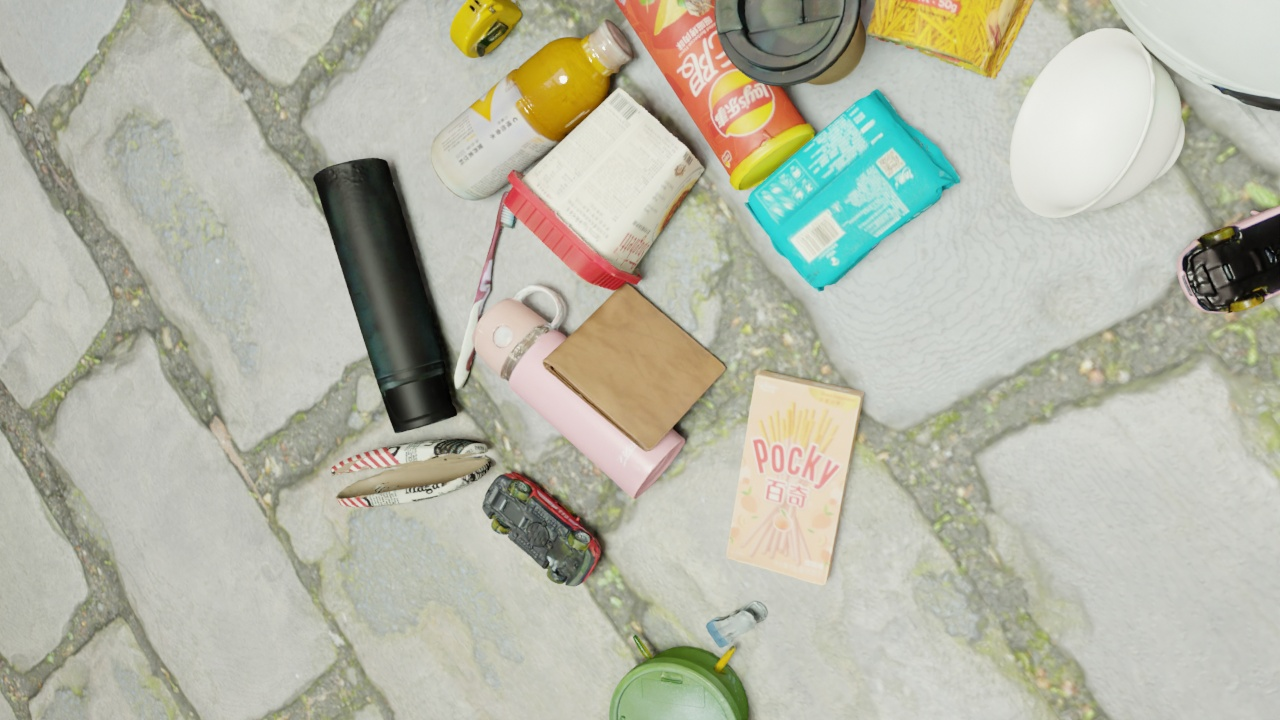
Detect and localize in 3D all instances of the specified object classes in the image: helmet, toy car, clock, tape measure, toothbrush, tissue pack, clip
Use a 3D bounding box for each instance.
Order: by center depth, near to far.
[{"bbox_3d":[0.347,-0.234,0.500,0.258,0.228,0.146,58,151,3],"label":"helmet"},{"bbox_3d":[0.405,-0.071,0.581,0.122,0.037,0.056,-23,91,12],"label":"toy car"},{"bbox_3d":[0.152,-0.123,0.672,0.134,0.050,0.093,-40,80,23],"label":"tissue pack"},{"bbox_3d":[-0.129,-0.278,0.764,0.057,0.060,0.029,-44,85,21],"label":"tape measure"},{"bbox_3d":[0.079,0.223,0.771,0.056,0.027,0.024,-37,81,33],"label":"clip"},{"bbox_3d":[0.038,0.319,0.783,0.116,0.056,0.161,0,97,24],"label":"clock"},{"bbox_3d":[-0.085,0.148,0.816,0.120,0.045,0.053,39,113,19],"label":"toy car"},{"bbox_3d":[-0.139,-0.060,0.826,0.017,0.016,0.188,20,105,9],"label":"toothbrush"}]

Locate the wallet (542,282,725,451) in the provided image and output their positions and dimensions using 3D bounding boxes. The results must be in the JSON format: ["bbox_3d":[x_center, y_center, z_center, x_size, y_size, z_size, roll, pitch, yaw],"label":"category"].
[{"bbox_3d":[-0.004,0.004,0.744,0.115,0.020,0.101,41,69,11],"label":"wallet"}]

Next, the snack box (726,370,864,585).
[{"bbox_3d":[0.121,0.093,0.730,0.084,0.026,0.157,12,103,21],"label":"snack box"}]

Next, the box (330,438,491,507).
[{"bbox_3d":[-0.212,0.112,0.857,0.164,0.075,0.073,-13,88,23],"label":"box"}]

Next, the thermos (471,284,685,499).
[{"bbox_3d":[-0.050,0.020,0.775,0.198,0.067,0.087,42,91,14],"label":"thermos"}]

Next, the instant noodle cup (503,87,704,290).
[{"bbox_3d":[-0.022,-0.134,0.718,0.116,0.116,0.124,45,100,11],"label":"instant noodle cup"}]

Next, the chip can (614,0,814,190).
[{"bbox_3d":[0.045,-0.236,0.690,0.073,0.073,0.216,-34,84,24],"label":"chip can"}]

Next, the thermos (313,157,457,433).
[{"bbox_3d":[-0.238,-0.055,0.843,0.090,0.068,0.242,-12,93,46],"label":"thermos"}]

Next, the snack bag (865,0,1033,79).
[{"bbox_3d":[0.230,-0.299,0.596,0.128,0.073,0.208,14,110,-16],"label":"snack bag"}]

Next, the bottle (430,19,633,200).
[{"bbox_3d":[-0.089,-0.205,0.753,0.190,0.067,0.068,-32,85,24],"label":"bottle"}]

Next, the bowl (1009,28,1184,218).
[{"bbox_3d":[0.303,-0.144,0.589,0.064,0.118,0.118,9,104,-18],"label":"bowl"}]

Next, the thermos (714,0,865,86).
[{"bbox_3d":[0.110,-0.228,0.623,0.093,0.143,0.093,4,100,22],"label":"thermos"}]
